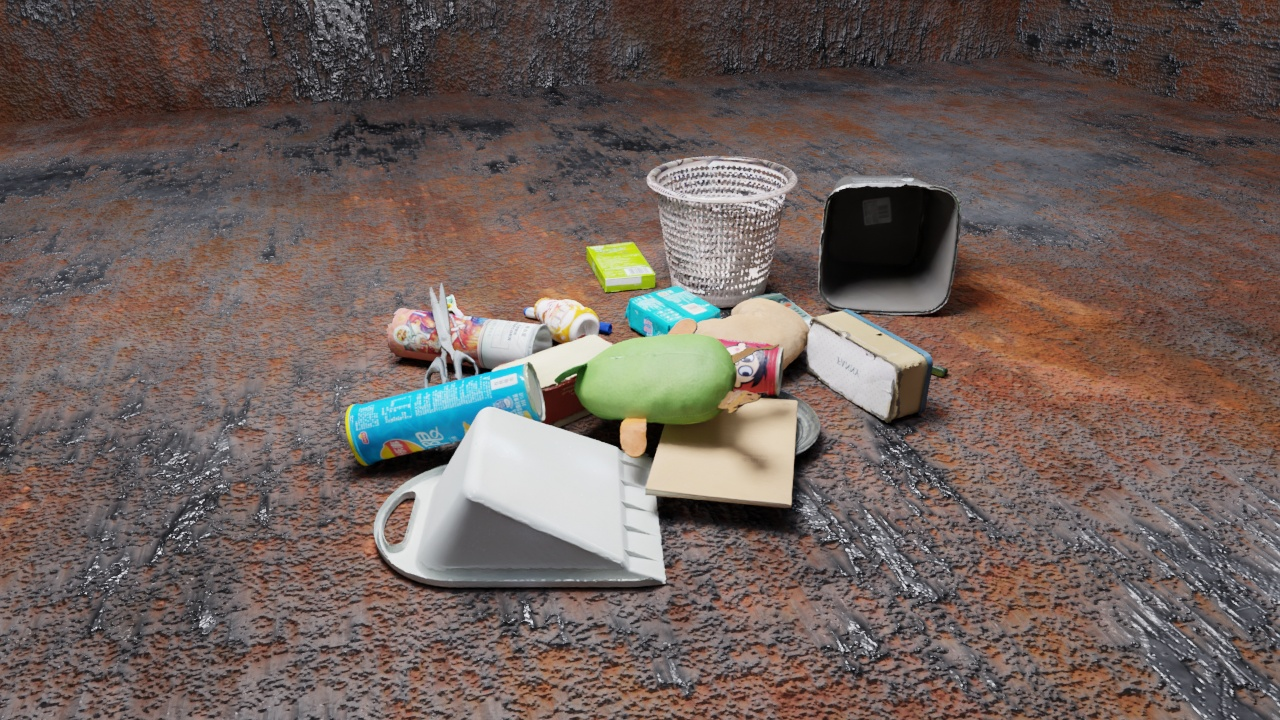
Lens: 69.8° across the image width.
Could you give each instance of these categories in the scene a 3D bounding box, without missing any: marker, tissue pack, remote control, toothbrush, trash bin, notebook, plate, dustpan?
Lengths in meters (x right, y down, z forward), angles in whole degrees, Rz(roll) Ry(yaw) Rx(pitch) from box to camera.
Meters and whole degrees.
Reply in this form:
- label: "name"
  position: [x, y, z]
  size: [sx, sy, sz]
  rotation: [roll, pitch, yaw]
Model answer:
- label: "marker"
  position: [-0.109, -0.060, 1.364]
  size: [0.146, 0.017, 0.016]
  rotation: [12, 30, 23]
- label: "tissue pack"
  position: [0.046, -0.061, 1.325]
  size: [0.093, 0.050, 0.133]
  rotation: [-18, 32, -26]
- label: "remote control"
  position: [0.215, -0.066, 1.364]
  size: [0.056, 0.019, 0.135]
  rotation: [-10, 29, -18]
- label: "toothbrush"
  position: [-0.256, -0.051, 1.350]
  size: [0.020, 0.029, 0.189]
  rotation: [31, 7, -38]
- label: "trash bin"
  position: [0.123, -0.196, 1.427]
  size: [0.227, 0.192, 0.227]
  rotation: [-1, 28, 0]
- label: "notebook"
  position: [0.096, 0.093, 1.018]
  size: [0.149, 0.012, 0.211]
  rotation: [4, 28, 10]
- label: "trash bin"
  position: [0.381, -0.200, 1.445]
  size: [0.199, 0.199, 0.219]
  rotation: [4, 22, 8]
- label: "plate"
  position: [0.122, 0.079, 1.085]
  size: [0.179, 0.024, 0.179]
  rotation: [-1, 26, 0]
- label: "toothbrush"
  position: [0.335, -0.012, 1.265]
  size: [0.186, 0.012, 0.017]
  rotation: [22, 29, 37]
- label: "dustpan"
  position: [-0.127, 0.162, 0.947]
  size: [0.257, 0.143, 0.222]
  rotation: [25, 24, -15]

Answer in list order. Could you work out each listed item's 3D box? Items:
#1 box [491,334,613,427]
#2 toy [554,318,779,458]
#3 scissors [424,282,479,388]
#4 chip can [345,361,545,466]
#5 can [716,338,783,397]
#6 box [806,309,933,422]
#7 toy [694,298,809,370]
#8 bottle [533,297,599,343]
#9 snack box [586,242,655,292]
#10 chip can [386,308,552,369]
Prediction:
- label: "box"
  position: [-0.099, 0.021, 1.140]
  size: [0.168, 0.080, 0.091]
  rotation: [-22, 35, -35]
- label: "toy"
  position: [0.031, 0.023, 1.044]
  size: [0.247, 0.090, 0.226]
  rotation: [-1, 37, 25]
- label: "scissors"
  position: [-0.263, -0.023, 1.201]
  size: [0.172, 0.014, 0.146]
  rotation: [34, 75, 23]
- label: "chip can"
  position: [-0.217, 0.060, 1.028]
  size: [0.210, 0.071, 0.071]
  rotation: [-14, 28, 3]
- label: "can"
  position: [0.125, 0.009, 1.122]
  size: [0.094, 0.067, 0.066]
  rotation: [6, 28, 12]
- label: "box"
  position: [0.286, 0.006, 1.151]
  size: [0.061, 0.090, 0.184]
  rotation: [-15, 33, -27]
- label: "toy"
  position: [0.126, -0.016, 1.215]
  size: [0.225, 0.083, 0.143]
  rotation: [-26, 32, -34]
- label: "bottle"
  position: [-0.108, -0.057, 1.309]
  size: [0.063, 0.063, 0.108]
  rotation: [-22, 34, -34]
- label: "snack box"
  position: [-0.035, -0.158, 1.540]
  size: [0.085, 0.026, 0.156]
  rotation: [-8, 29, -13]
- label: "chip can"
  position: [-0.232, -0.026, 1.243]
  size: [0.215, 0.071, 0.071]
  rotation: [7, 29, 16]
